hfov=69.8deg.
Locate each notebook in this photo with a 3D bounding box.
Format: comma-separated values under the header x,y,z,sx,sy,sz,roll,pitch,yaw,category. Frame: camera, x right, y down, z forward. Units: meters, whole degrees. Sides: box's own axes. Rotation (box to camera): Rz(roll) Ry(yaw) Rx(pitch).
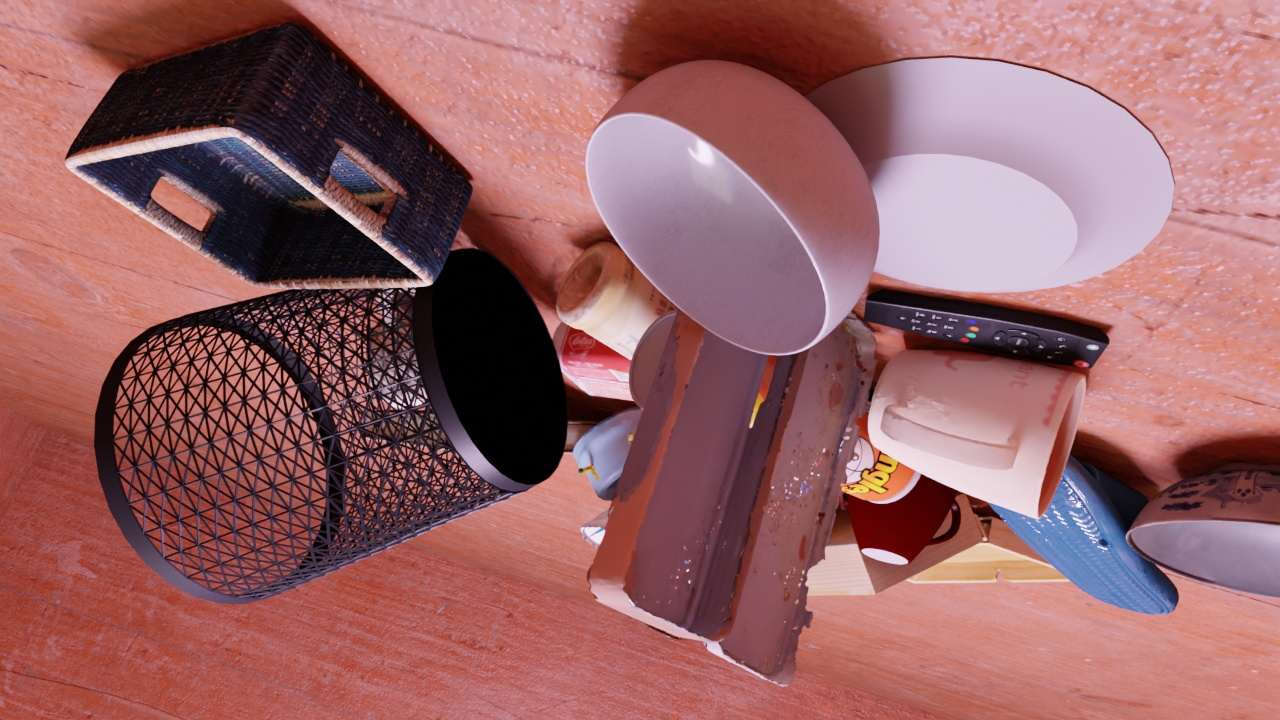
x,y,z,sx,sy,sz,roll,pitch,yaw,category
-0.147,0.066,0.871,0.190,0.034,0.215,1,176,42,notebook

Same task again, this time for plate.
x,y,z,sx,sy,sz,roll,pitch,yaw,category
0.139,-0.067,0.412,0.173,0.019,0.173,16,159,6,plate

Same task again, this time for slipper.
x,y,z,sx,sy,sz,roll,pitch,yaw,category
0.322,0.117,0.672,0.213,0.059,0.104,44,159,-27,slipper

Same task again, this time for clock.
x,y,z,sx,sy,sz,roll,pitch,yaw,category
-0.005,0.087,0.828,0.089,0.051,0.124,-37,154,14,clock

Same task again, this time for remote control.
x,y,z,sx,sy,sz,roll,pitch,yaw,category
0.187,-0.019,0.506,0.125,0.010,0.039,13,159,15,remote control

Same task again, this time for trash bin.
x,y,z,sx,sy,sz,roll,pitch,yaw,category
-0.197,0.037,0.641,0.244,0.216,0.217,-17,146,20,trash bin

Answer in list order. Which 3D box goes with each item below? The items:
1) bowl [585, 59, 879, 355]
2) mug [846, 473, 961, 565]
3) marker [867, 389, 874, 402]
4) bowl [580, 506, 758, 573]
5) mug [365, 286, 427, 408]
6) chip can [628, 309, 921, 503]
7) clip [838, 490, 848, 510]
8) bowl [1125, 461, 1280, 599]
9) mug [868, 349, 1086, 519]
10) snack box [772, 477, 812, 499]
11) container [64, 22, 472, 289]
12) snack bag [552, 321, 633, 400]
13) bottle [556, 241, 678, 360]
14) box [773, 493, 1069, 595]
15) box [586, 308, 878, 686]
x,y,z,sx,sy,sz,roll,pitch,yaw,category
0.045,-0.071,0.397,0.132,0.064,0.132,38,160,16,bowl
0.209,0.115,0.715,0.114,0.088,0.087,28,158,-24,mug
0.166,0.025,0.631,0.123,0.015,0.018,4,162,39,marker
0.041,0.152,0.816,0.177,0.070,0.177,19,160,7,bowl
-0.171,-0.018,0.753,0.097,0.080,0.122,-3,126,31,mug
0.092,0.034,0.574,0.210,0.062,0.062,24,160,-35,chip can
0.203,0.130,0.859,0.035,0.022,0.058,9,164,12,clip
0.389,0.099,0.568,0.151,0.056,0.151,17,160,6,bowl
0.185,0.038,0.527,0.104,0.085,0.111,18,-164,33,mug
0.098,0.088,0.788,0.059,0.059,0.227,29,158,-15,snack box
-0.213,-0.108,0.533,0.188,0.071,0.145,3,154,36,container
-0.004,0.004,0.690,0.116,0.036,0.077,6,157,29,snack bag
0.024,-0.014,0.593,0.162,0.056,0.057,31,156,-30,bottle
0.243,0.185,0.880,0.260,0.096,0.248,9,164,-20,box
0.065,0.047,0.485,0.148,0.215,0.043,31,155,-28,box
